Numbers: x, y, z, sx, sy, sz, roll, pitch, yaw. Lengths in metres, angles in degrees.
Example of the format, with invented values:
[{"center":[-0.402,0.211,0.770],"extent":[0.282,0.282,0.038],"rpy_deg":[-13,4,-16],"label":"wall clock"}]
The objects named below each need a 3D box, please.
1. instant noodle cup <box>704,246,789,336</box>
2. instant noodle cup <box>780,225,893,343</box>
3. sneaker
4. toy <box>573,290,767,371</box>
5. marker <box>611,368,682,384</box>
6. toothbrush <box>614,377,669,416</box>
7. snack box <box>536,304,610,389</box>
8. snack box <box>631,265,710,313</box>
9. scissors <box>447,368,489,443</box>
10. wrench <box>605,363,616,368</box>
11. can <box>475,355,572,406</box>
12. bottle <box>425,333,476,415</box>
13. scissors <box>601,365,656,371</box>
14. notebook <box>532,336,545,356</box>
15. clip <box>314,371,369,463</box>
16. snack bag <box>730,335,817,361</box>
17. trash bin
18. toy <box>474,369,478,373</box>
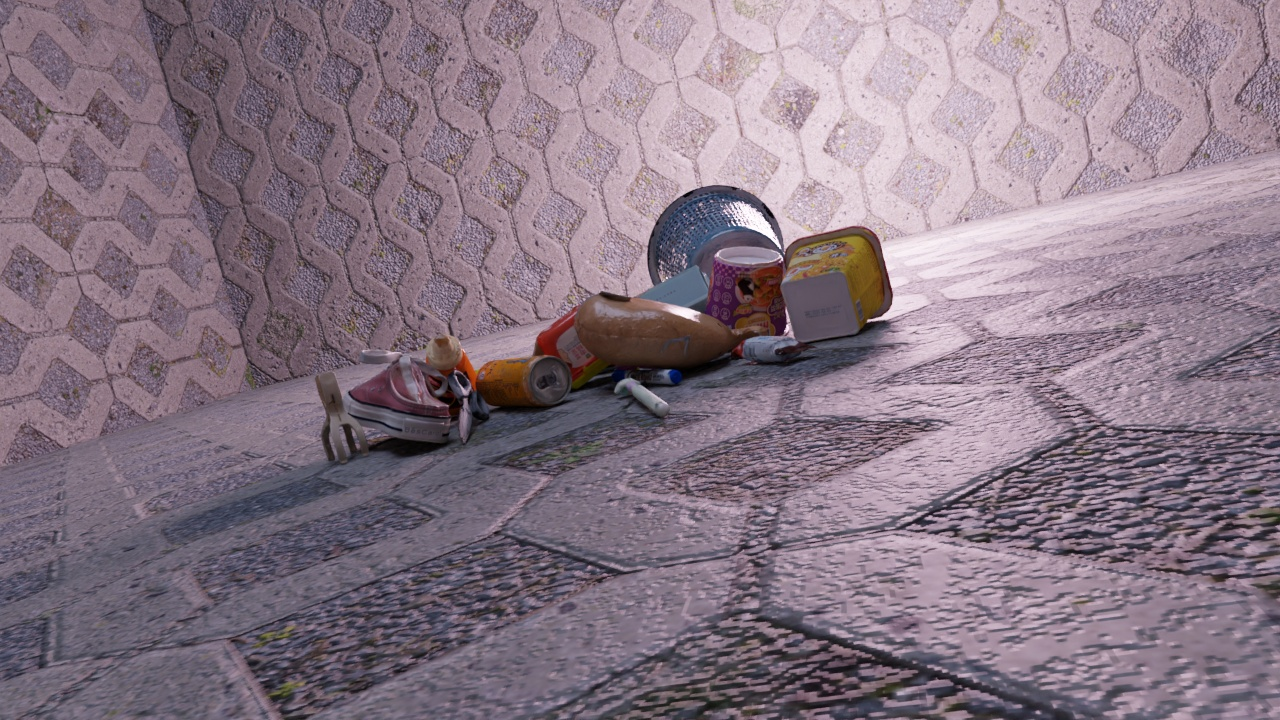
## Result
[{"center":[0.131,-0.083,1.132],"extent":[0.111,0.099,0.111],"rpy_deg":[0,24,0],"label":"instant noodle cup"},{"center":[0.218,-0.081,1.052],"extent":[0.116,0.116,0.123],"rpy_deg":[-10,19,28],"label":"instant noodle cup"},{"center":[-0.266,0.035,1.016],"extent":[0.118,0.088,0.241],"rpy_deg":[11,-3,-30],"label":"sneaker"},{"center":[0.037,-0.027,1.036],"extent":[0.226,0.082,0.143],"rpy_deg":[8,11,-7],"label":"toy"},{"center":[0.006,0.018,1.015],"extent":[0.016,0.017,0.146],"rpy_deg":[-17,7,-26],"label":"marker"},{"center":[0.003,0.035,0.876],"extent":[0.029,0.020,0.189],"rpy_deg":[-21,8,-9],"label":"toothbrush"},{"center":[-0.076,-0.019,1.129],"extent":[0.091,0.080,0.082],"rpy_deg":[-37,10,-7],"label":"snack box"},{"center":[0.018,-0.058,1.225],"extent":[0.175,0.051,0.074],"rpy_deg":[-26,-19,10],"label":"snack box"},{"center":[-0.182,0.062,0.994],"extent":[0.014,0.133,0.175],"rpy_deg":[-37,50,2],"label":"scissors"},{"center":[0.003,-0.005,1.194],"extent":[0.274,0.016,0.056],"rpy_deg":[-10,-7,19],"label":"wrench"},{"center":[-0.139,0.025,1.074],"extent":[0.058,0.058,0.146],"rpy_deg":[-18,8,-33],"label":"can"},{"center":[-0.230,0.012,1.102],"extent":[0.066,0.066,0.150],"rpy_deg":[-15,-26,-12],"label":"bottle"},{"center":[-0.006,0.007,1.147],"extent":[0.108,0.017,0.136],"rpy_deg":[-7,-2,-14],"label":"scissors"},{"center":[-0.058,-0.027,1.319],"extent":[0.207,0.008,0.148],"rpy_deg":[-16,-19,-19],"label":"notebook"},{"center":[-0.321,0.068,0.988],"extent":[0.035,0.102,0.095],"rpy_deg":[-16,32,-32],"label":"clip"},{"center":[0.136,-0.012,0.954],"extent":[0.045,0.026,0.105],"rpy_deg":[-7,4,-26],"label":"snack bag"},{"center":[0.131,-0.144,1.409],"extent":[0.226,0.227,0.195],"rpy_deg":[-14,19,-1],"label":"trash bin"},{"center":[-0.220,0.028,1.349],"extent":[0.096,0.031,0.100],"rpy_deg":[-16,11,-14],"label":"toy"}]
